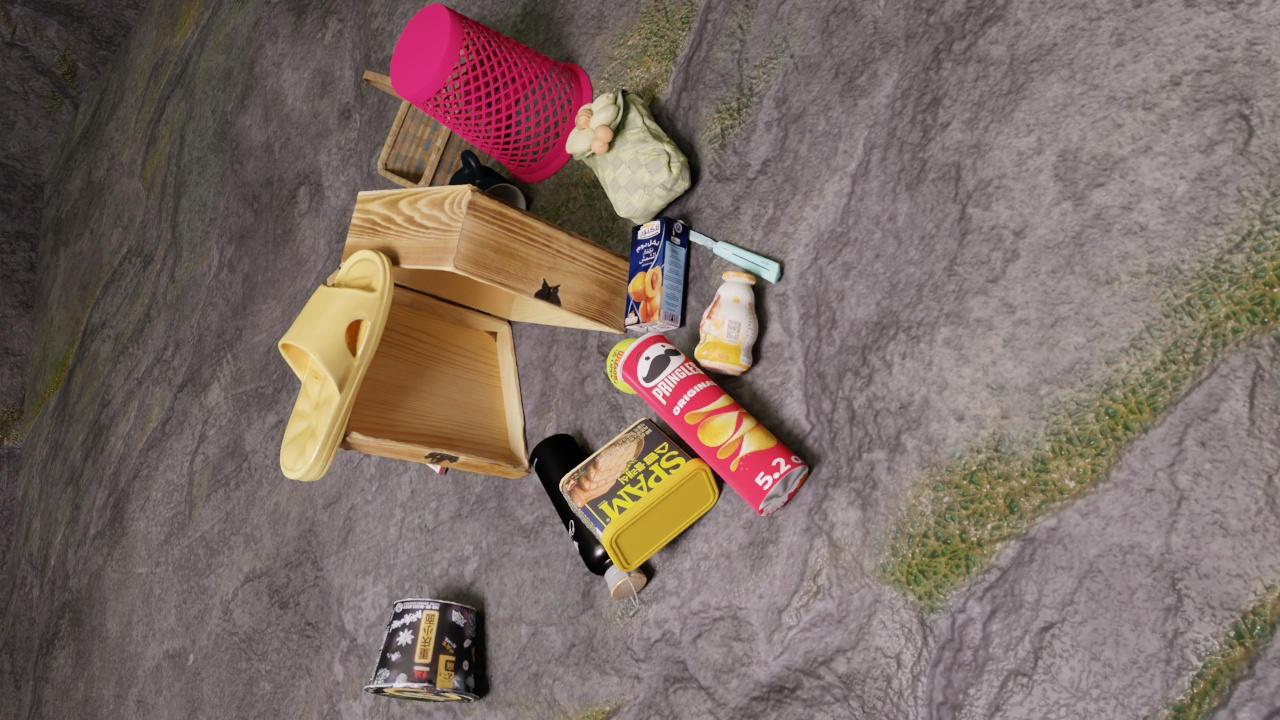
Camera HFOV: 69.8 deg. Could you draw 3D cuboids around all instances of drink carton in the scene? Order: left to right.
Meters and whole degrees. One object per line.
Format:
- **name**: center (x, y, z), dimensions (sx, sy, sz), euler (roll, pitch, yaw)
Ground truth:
- **drink carton**: center (0.018, -0.101, 1.086), dimensions (0.064, 0.040, 0.130), euler (-9, 72, 46)

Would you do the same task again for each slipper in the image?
- **slipper**: center (-0.346, -0.001, 0.987), dimensions (0.100, 0.078, 0.263), euler (14, 87, 45)

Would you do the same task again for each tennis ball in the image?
- **tennis ball**: center (-0.006, 0.006, 1.062), dimensions (0.065, 0.065, 0.065), euler (-14, 68, 38)

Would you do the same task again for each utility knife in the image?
- **utility knife**: center (0.097, -0.126, 1.050), dimensions (0.179, 0.015, 0.022), euler (33, 100, 46)

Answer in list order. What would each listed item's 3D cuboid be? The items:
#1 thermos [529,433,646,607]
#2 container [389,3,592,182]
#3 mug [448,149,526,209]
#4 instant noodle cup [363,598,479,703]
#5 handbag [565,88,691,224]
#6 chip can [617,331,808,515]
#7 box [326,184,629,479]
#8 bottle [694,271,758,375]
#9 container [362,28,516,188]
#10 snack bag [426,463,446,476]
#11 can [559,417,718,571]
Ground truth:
- **thermos**: center (-0.055, 0.185, 1.053), dimensions (0.061, 0.061, 0.231), euler (-50, 50, 19)
- **container**: center (-0.210, -0.370, 1.249), dimensions (0.184, 0.225, 0.183), euler (-14, 68, 38)
- **mug**: center (-0.227, -0.243, 1.303), dimensions (0.085, 0.122, 0.094), euler (-33, 46, -18)
- **instant noodle cup**: center (-0.266, 0.362, 1.146), dimensions (0.138, 0.137, 0.112), euler (-18, 57, 37)
- **handbag**: center (-0.022, -0.257, 1.122), dimensions (0.113, 0.116, 0.186), euler (-47, 49, 21)
- **chip can**: center (0.071, 0.062, 0.948), dimensions (0.220, 0.069, 0.069), euler (43, 107, 30)
- **box**: center (-0.221, -0.020, 1.121), dimensions (0.283, 0.278, 0.315), euler (10, 86, 43)
- **bottle**: center (0.097, -0.040, 0.987), dimensions (0.063, 0.063, 0.108), euler (5, 80, 42)
- **container**: center (-0.315, -0.380, 1.373), dimensions (0.158, 0.186, 0.250), euler (29, 96, 43)
- **snack bag**: center (-0.321, 0.115, 1.345), dimensions (0.158, 0.013, 0.057), euler (22, 94, 43)
- **can**: center (-0.003, 0.139, 0.981), dimensions (0.135, 0.075, 0.104), euler (-36, 45, -14)
